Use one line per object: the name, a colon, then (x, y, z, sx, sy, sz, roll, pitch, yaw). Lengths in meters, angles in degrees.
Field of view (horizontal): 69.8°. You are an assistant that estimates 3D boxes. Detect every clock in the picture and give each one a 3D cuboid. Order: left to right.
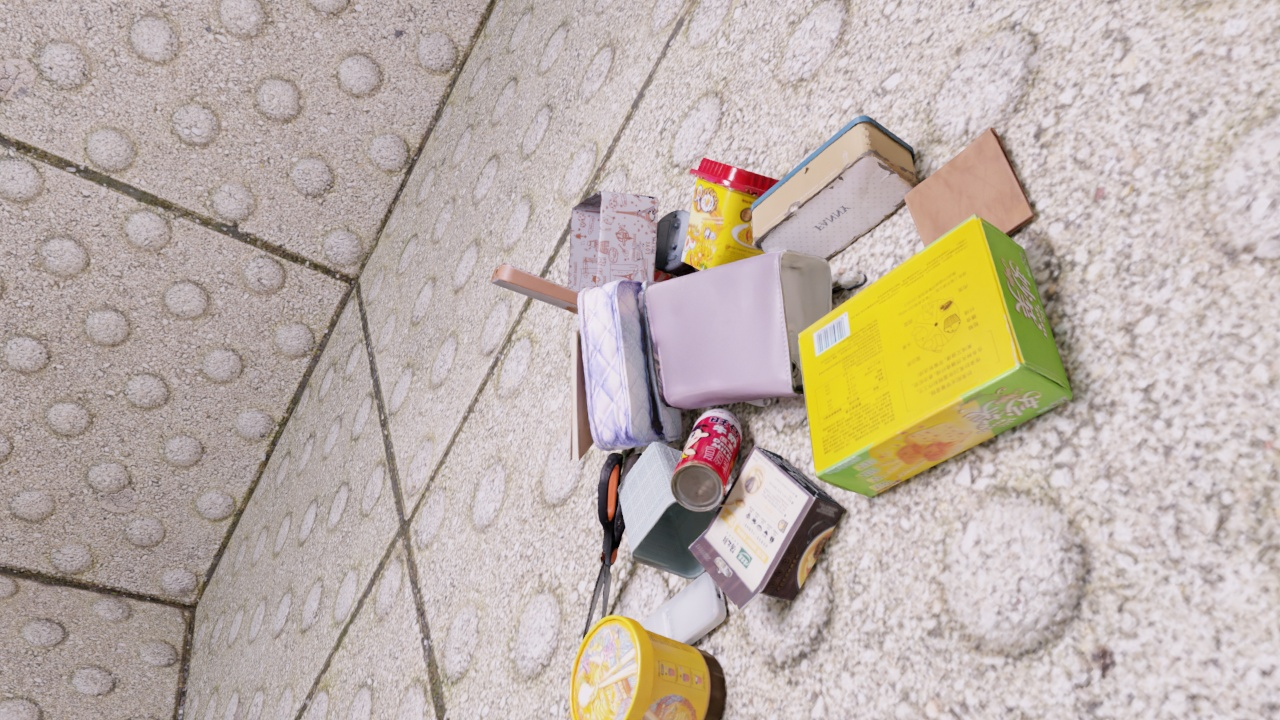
clock: (0.065, -0.145, 1.165, 0.122, 0.055, 0.082, 0, 74, 41)

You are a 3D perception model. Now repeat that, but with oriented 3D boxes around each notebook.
notebook: (-0.055, 0.022, 1.120, 0.211, 0.012, 0.149, -44, -44, -75)

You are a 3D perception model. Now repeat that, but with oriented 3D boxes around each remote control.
remote control: (0.039, 0.276, 0.957, 0.136, 0.020, 0.055, -47, 36, 31)

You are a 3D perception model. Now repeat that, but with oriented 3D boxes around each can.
can: (0.070, 0.098, 0.940, 0.053, 0.053, 0.132, -51, 3, 27)

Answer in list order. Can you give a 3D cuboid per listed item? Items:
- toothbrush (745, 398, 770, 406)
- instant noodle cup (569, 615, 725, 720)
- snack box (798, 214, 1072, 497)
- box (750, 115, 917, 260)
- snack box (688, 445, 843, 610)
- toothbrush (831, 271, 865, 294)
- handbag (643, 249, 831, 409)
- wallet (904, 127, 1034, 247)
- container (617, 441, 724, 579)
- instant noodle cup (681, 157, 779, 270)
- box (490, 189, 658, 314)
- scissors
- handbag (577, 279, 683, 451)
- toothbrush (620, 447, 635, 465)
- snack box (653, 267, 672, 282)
toothbrush: (0.086, 0.029, 1.045, 0.180, 0.016, 0.016, 17, 89, 55)
instant noodle cup: (0.009, 0.315, 0.883, 0.119, 0.114, 0.118, -37, 41, 42)
snack box: (0.235, 0.002, 0.774, 0.211, 0.070, 0.157, -38, 40, 41)
box: (0.199, -0.168, 0.937, 0.185, 0.089, 0.059, -37, 40, 38)
snack box: (0.117, 0.161, 0.875, 0.126, 0.053, 0.113, -63, 29, 9)
toothbrush: (0.168, -0.059, 0.985, 0.182, 0.018, 0.015, -27, 52, 51)
handbag: (0.104, -0.026, 0.965, 0.197, 0.098, 0.145, -10, 77, 48)
wallet: (0.295, -0.140, 0.830, 0.101, 0.020, 0.115, -40, 42, 38)
container: (0.034, 0.156, 0.983, 0.090, 0.090, 0.111, -55, 28, 20)
instant noodle cup: (0.110, -0.159, 1.065, 0.116, 0.116, 0.124, 40, 116, 59)
box: (-0.097, -0.136, 1.191, 0.183, 0.193, 0.156, -176, 90, -74)
scissors: (-0.037, 0.201, 1.054, 0.022, 0.211, 0.221, 11, 55, 19)
handbag: (-0.006, 0.006, 1.051, 0.076, 0.134, 0.194, -8, 88, 26)
toothbrush: (0.017, 0.072, 1.146, 0.186, 0.012, 0.017, -54, 36, 22)
snack box: (0.008, -0.116, 1.279, 0.153, 0.025, 0.075, -56, 32, 20)
